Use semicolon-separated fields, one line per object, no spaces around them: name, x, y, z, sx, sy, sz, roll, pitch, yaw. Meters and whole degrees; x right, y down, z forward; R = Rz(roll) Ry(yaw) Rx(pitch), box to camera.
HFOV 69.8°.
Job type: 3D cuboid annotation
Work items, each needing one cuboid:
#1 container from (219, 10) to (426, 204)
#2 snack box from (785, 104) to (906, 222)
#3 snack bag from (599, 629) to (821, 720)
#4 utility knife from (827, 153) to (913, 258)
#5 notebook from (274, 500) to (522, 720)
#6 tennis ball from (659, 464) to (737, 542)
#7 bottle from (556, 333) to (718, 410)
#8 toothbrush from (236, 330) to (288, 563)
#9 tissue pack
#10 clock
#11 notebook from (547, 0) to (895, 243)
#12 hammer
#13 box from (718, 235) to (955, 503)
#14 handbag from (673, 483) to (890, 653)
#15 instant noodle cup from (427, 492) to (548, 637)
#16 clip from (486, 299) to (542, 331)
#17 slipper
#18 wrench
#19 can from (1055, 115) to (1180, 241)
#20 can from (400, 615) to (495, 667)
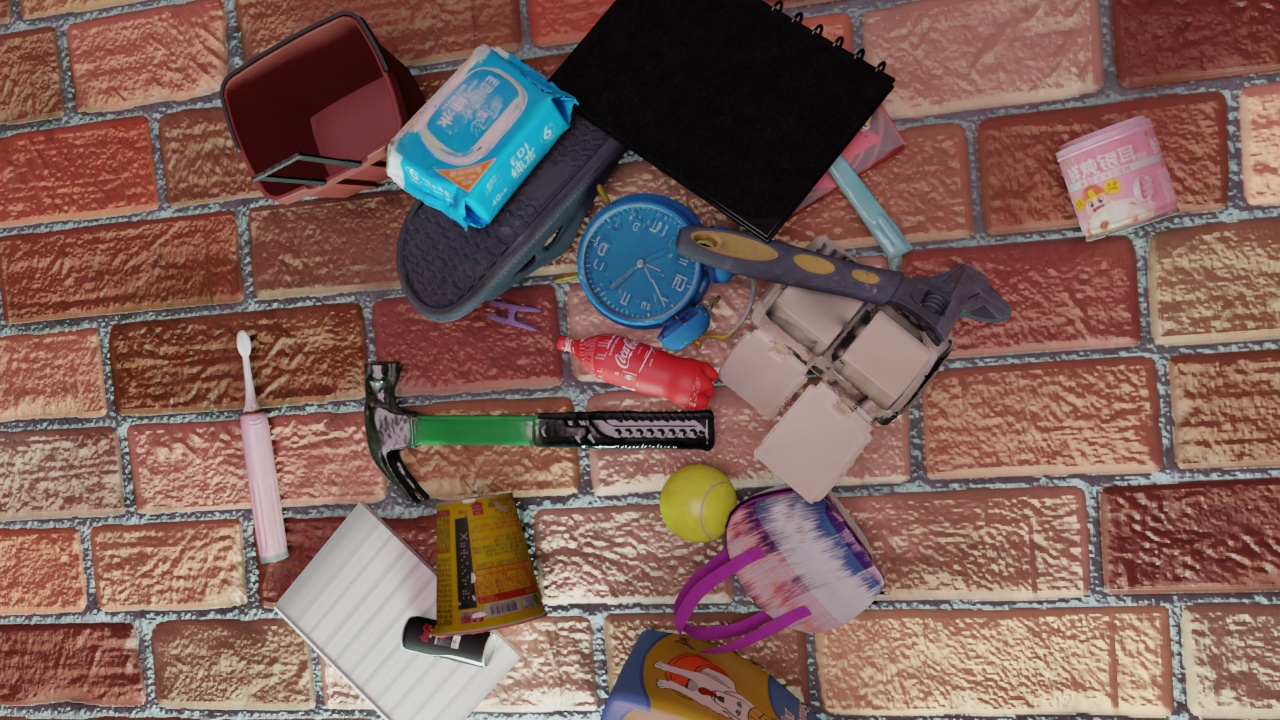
container;-0.263;-0.200;0.747;0.148;0.200;0.127;-23;89;12
snack box;0.137;-0.177;0.756;0.133;0.021;0.089;-32;89;12
snack bag;0.075;0.306;0.731;0.205;0.159;0.102;14;95;9
utility knife;0.165;-0.147;0.734;0.022;0.015;0.158;-38;94;-10
notebook;-0.232;0.256;0.868;0.210;0.009;0.143;42;100;6
tennis ball;0.049;0.120;0.771;0.065;0.065;0.065;1;94;12
bottle;-0.005;0.005;0.786;0.141;0.042;0.042;18;97;12
toothbrush;-0.365;0.081;0.876;0.027;0.027;0.222;-8;91;-31
tissue pack;-0.127;-0.181;0.729;0.093;0.062;0.144;35;79;20
clock;0.018;-0.075;0.766;0.161;0.060;0.117;24;98;4
notebook;0.061;-0.223;0.734;0.231;0.019;0.169;38;85;17
hammer;-0.094;0.063;0.816;0.319;0.032;0.130;-1;93;11
box;0.141;0.009;0.745;0.145;0.101;0.186;42;80;9
handbag;0.104;0.182;0.753;0.170;0.068;0.144;-35;105;11
instant noodle cup;-0.137;0.176;0.806;0.100;0.100;0.112;-11;81;12
clip;-0.114;-0.040;0.822;0.052;0.013;0.036;10;94;13
slipper;-0.098;-0.140;0.787;0.110;0.083;0.268;40;83;18
wrench;0.161;-0.065;0.716;0.273;0.022;0.073;13;66;-5
can;0.358;-0.136;0.690;0.067;0.067;0.076;-19;90;12
can;-0.175;0.255;0.834;0.080;0.031;0.031;9;95;10
